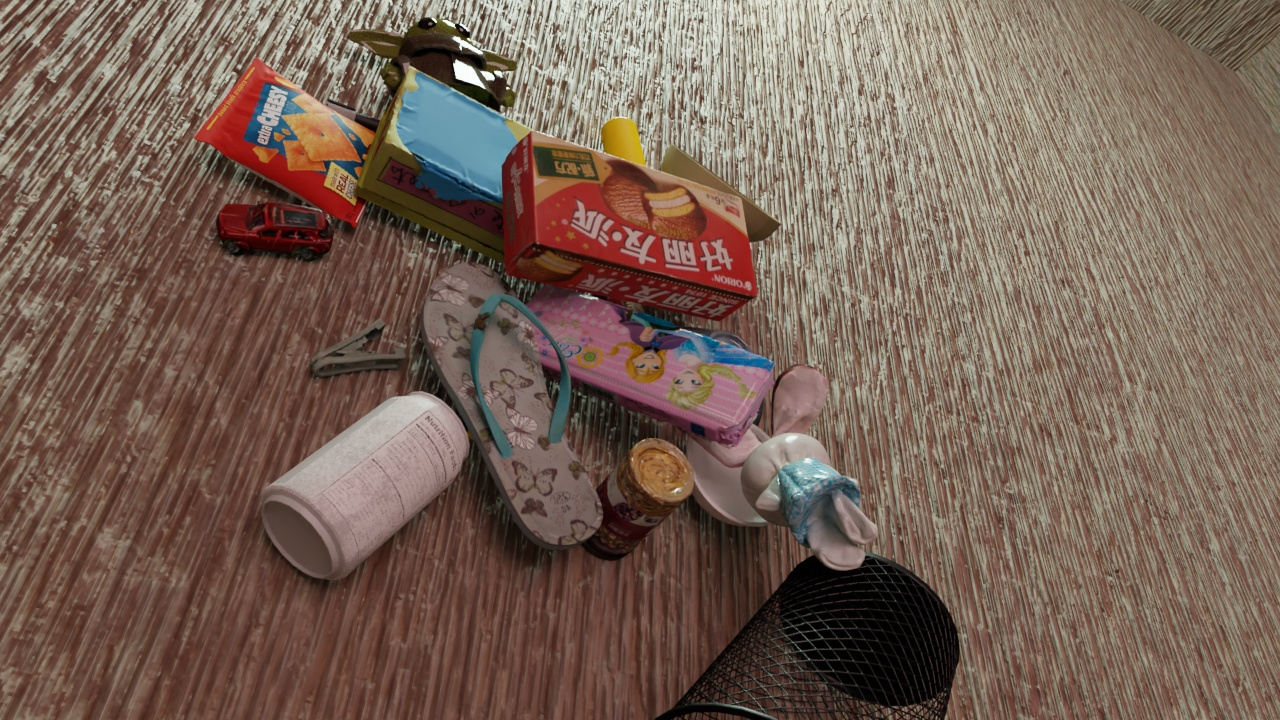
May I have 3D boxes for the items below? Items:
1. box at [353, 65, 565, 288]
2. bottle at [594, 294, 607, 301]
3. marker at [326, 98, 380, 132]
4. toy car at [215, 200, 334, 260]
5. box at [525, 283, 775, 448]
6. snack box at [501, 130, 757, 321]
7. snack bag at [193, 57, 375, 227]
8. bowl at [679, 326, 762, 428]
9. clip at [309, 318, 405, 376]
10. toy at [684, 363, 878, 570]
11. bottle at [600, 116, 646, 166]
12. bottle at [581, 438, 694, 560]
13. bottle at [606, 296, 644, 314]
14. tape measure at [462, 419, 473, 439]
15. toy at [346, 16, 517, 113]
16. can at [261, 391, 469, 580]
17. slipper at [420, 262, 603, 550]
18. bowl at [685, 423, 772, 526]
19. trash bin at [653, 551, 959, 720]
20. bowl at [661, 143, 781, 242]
[{"bbox_3d":[-0.143,-0.169,0.866,0.220,0.081,0.124,21,47,-23],"label":"box"},{"bbox_3d":[-0.031,-0.089,0.869,0.030,0.030,0.112,20,62,-18],"label":"bottle"},{"bbox_3d":[-0.240,-0.223,0.906,0.140,0.016,0.016,16,48,-21],"label":"marker"},{"bbox_3d":[-0.302,-0.110,0.761,0.091,0.036,0.042,0,56,-26],"label":"toy car"},{"bbox_3d":[-0.005,0.006,0.789,0.230,0.053,0.084,20,57,22],"label":"box"},{"bbox_3d":[-0.008,-0.115,0.831,0.236,0.060,0.113,10,63,-32],"label":"snack box"},{"bbox_3d":[-0.302,-0.195,0.823,0.144,0.039,0.130,30,43,-21],"label":"snack bag"},{"bbox_3d":[0.074,0.008,0.891,0.137,0.057,0.136,17,48,-20],"label":"bowl"},{"bbox_3d":[-0.229,-0.005,0.731,0.075,0.023,0.059,-21,67,-44],"label":"clip"},{"bbox_3d":[0.134,0.103,0.750,0.131,0.106,0.205,-25,34,-6],"label":"toy"},{"bbox_3d":[-0.013,-0.207,1.019,0.043,0.043,0.143,9,51,-27],"label":"bottle"},{"bbox_3d":[-0.006,0.110,0.720,0.056,0.105,0.056,17,48,-20],"label":"bottle"},{"bbox_3d":[-0.017,-0.051,0.891,0.044,0.044,0.109,2,56,-32],"label":"bottle"},{"bbox_3d":[-0.114,0.045,0.753,0.064,0.037,0.065,20,45,-19],"label":"tape measure"},{"bbox_3d":[-0.199,-0.291,0.941,0.179,0.078,0.152,1,52,-29],"label":"toy"},{"bbox_3d":[-0.189,0.084,0.643,0.078,0.078,0.135,42,44,4],"label":"can"},{"bbox_3d":[-0.102,0.019,0.716,0.098,0.055,0.268,-5,58,-35],"label":"slipper"},{"bbox_3d":[0.080,0.106,0.825,0.110,0.041,0.109,17,50,-22],"label":"bowl"},{"bbox_3d":[0.128,0.251,0.650,0.184,0.185,0.209,45,39,7],"label":"trash bin"},{"bbox_3d":[0.081,-0.177,1.027,0.152,0.050,0.152,34,13,-9],"label":"bowl"}]
